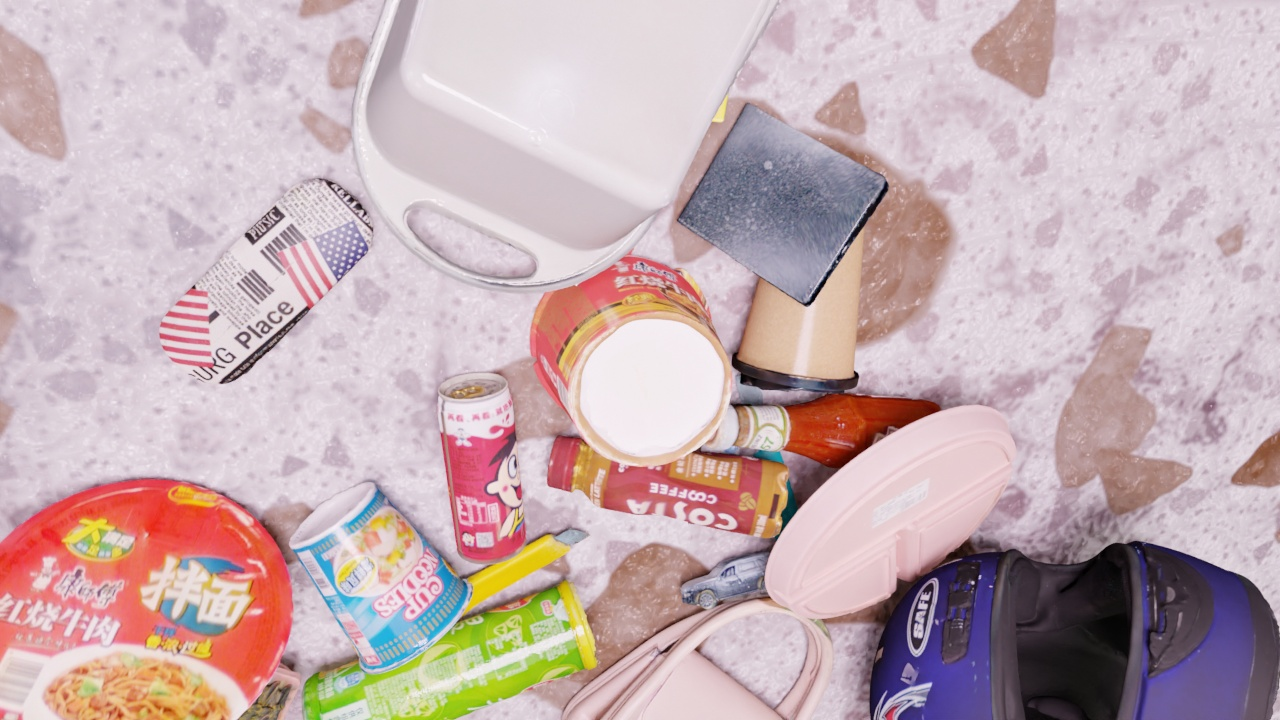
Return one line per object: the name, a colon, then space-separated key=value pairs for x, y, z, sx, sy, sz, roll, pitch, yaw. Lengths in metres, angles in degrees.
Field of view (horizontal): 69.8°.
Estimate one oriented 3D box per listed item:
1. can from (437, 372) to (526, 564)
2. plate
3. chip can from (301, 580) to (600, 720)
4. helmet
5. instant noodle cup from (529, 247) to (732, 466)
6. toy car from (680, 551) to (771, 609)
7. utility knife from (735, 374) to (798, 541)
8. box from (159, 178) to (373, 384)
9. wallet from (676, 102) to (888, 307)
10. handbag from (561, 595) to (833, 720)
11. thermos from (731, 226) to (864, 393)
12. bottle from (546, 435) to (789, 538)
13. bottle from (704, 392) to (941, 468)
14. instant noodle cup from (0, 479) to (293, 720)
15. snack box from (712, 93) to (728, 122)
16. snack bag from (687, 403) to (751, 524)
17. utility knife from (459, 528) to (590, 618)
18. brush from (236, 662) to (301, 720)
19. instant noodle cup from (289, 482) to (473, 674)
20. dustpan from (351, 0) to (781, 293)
can: x=-0.115 y=0.079 z=0.669 sx=0.053 sy=0.053 sz=0.133 roll=-7 pitch=112 yaw=-10
plate: x=0.201 y=0.127 z=0.717 sx=0.229 sy=0.028 sz=0.230 roll=-19 pitch=139 yaw=-18
chip can: x=-0.146 y=0.241 z=0.708 sx=0.221 sy=0.072 sz=0.073 roll=-18 pitch=114 yaw=-10
helmet: x=0.307 y=0.263 z=0.722 sx=0.240 sy=0.246 sz=0.316 roll=12 pitch=133 yaw=15
instant noodle cup: x=-0.004 y=0.004 z=0.634 sx=0.138 sy=0.108 sz=0.138 roll=-4 pitch=112 yaw=-11
toy car: x=0.076 y=0.182 z=0.759 sx=0.090 sy=0.043 sz=0.034 roll=-13 pitch=86 yaw=-10
utility knife: x=0.110 y=0.106 z=0.751 sx=0.029 sy=0.013 sz=0.218 roll=-20 pitch=113 yaw=-4
box: x=-0.244 y=-0.051 z=0.602 sx=0.164 sy=0.051 sz=0.068 roll=-40 pitch=124 yaw=6
wallet: x=0.093 y=-0.107 z=0.620 sx=0.097 sy=0.121 sz=0.019 roll=-59 pitch=153 yaw=13
handbag: x=0.067 y=0.299 z=0.789 sx=0.193 sy=0.093 sz=0.234 roll=42 pitch=89 yaw=-24
thermos: x=0.118 y=-0.041 z=0.660 sx=0.093 sy=0.093 sz=0.143 roll=5 pitch=101 yaw=-14
bottle: x=0.019 y=0.090 z=0.684 sx=0.175 sy=0.057 sz=0.057 roll=9 pitch=109 yaw=2
bottle: x=0.141 y=0.053 z=0.694 sx=0.205 sy=0.060 sz=0.060 roll=4 pitch=110 yaw=-25
instant noodle cup: x=-0.336 y=0.179 z=0.611 sx=0.193 sy=0.193 sz=0.066 roll=14 pitch=140 yaw=-17
snack box: x=-0.007 y=-0.208 z=0.593 sx=0.140 sy=0.033 sz=0.087 roll=4 pitch=111 yaw=-15
snack bag: x=0.062 y=0.082 z=0.723 sx=0.048 sy=0.026 sz=0.104 roll=2 pitch=111 yaw=-7
utility knife: x=-0.118 y=0.174 z=0.727 sx=0.171 sy=0.015 sz=0.033 roll=-29 pitch=134 yaw=-1
brush: x=-0.330 y=0.234 z=0.674 sx=0.145 sy=0.073 sz=0.063 roll=25 pitch=104 yaw=-15
instant noodle cup: x=-0.193 y=0.152 z=0.664 sx=0.099 sy=0.099 sz=0.110 roll=-31 pitch=107 yaw=1
dustpan: x=-0.057 y=-0.178 z=0.571 sx=0.222 sy=0.143 sz=0.257 roll=23 pitch=76 yaw=-20
